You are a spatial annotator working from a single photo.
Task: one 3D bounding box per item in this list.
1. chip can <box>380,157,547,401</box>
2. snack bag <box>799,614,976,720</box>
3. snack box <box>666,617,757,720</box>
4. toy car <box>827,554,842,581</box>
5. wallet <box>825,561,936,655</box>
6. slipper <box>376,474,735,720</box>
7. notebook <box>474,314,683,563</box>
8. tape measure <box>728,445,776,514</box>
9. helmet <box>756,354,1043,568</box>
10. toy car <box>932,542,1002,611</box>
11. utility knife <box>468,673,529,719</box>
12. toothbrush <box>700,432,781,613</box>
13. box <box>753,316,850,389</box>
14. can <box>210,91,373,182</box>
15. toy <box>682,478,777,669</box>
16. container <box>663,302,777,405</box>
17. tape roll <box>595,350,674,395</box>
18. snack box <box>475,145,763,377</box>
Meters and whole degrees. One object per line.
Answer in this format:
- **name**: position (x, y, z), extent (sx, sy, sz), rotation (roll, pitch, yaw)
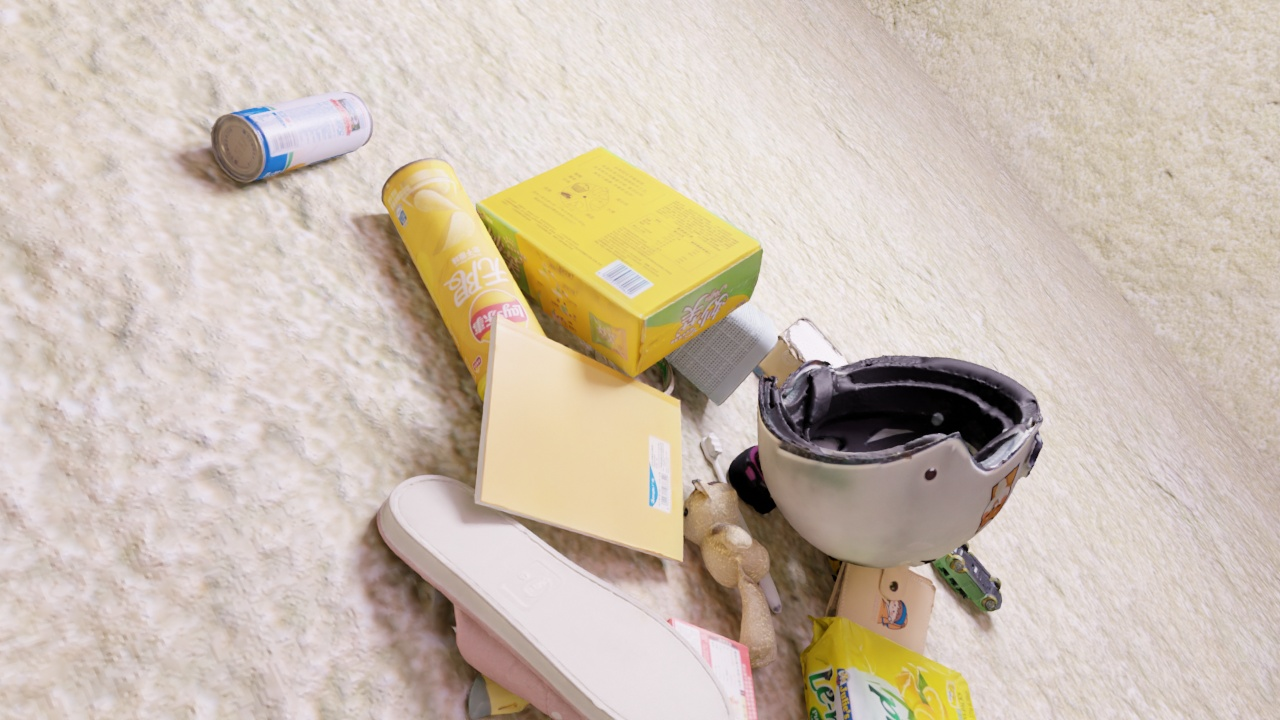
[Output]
- **chip can**: position (-0.144, -0.068, 0.763), extent (0.071, 0.072, 0.213), rotation (-5, 57, -48)
- **snack bag**: position (0.201, 0.329, 0.705), extent (0.158, 0.068, 0.245), rotation (29, 37, -23)
- **snack box**: position (0.047, 0.257, 0.629), extent (0.075, 0.026, 0.152), rotation (28, 35, -25)
- **toy car**: position (0.208, 0.155, 0.917), extent (0.071, 0.041, 0.155), rotation (22, 46, -30)
- **wallet**: position (0.228, 0.224, 0.855), extent (0.115, 0.024, 0.087), rotation (26, 69, -23)
- **slipper**: position (-0.061, 0.173, 0.597), extent (0.274, 0.055, 0.114), rotation (35, 25, 10)
- **notebook**: position (-0.037, 0.065, 0.704), extent (0.206, 0.010, 0.145), rotation (26, 54, -40)
- **tape measure**: position (0.115, 0.110, 0.871), extent (0.058, 0.039, 0.056), rotation (48, 34, 5)
- **helmet**: position (0.224, 0.095, 0.818), extent (0.230, 0.157, 0.273), rotation (16, 20, 38)
- **toy car**: position (0.355, 0.233, 0.994), extent (0.091, 0.036, 0.043), rotation (47, 33, 6)
- **utility knife**: position (-0.027, 0.213, 0.634), extent (0.215, 0.022, 0.031), rotation (0, 56, -38)
- **toothbrush**: position (0.092, 0.144, 0.833), extent (0.016, 0.016, 0.180), rotation (5, 51, -35)
- **box**: position (0.213, 0.041, 1.030), extent (0.184, 0.062, 0.089), rotation (51, 35, 6)
- **can**: position (-0.283, -0.188, 0.759), extent (0.053, 0.053, 0.134), rotation (45, 34, 1)
- **toy**: position (0.075, 0.173, 0.754), extent (0.105, 0.066, 0.157), rotation (51, 18, -61)
- **container**: position (0.062, -0.032, 0.906), extent (0.111, 0.090, 0.089), rotation (38, 17, -10)
- **tape roll**: position (-0.005, 0.005, 0.880), extent (0.085, 0.014, 0.085), rotation (27, 38, -24)
- **snack box**: position (-0.022, -0.096, 0.816), extent (0.210, 0.070, 0.157), rotation (36, 52, 28)
